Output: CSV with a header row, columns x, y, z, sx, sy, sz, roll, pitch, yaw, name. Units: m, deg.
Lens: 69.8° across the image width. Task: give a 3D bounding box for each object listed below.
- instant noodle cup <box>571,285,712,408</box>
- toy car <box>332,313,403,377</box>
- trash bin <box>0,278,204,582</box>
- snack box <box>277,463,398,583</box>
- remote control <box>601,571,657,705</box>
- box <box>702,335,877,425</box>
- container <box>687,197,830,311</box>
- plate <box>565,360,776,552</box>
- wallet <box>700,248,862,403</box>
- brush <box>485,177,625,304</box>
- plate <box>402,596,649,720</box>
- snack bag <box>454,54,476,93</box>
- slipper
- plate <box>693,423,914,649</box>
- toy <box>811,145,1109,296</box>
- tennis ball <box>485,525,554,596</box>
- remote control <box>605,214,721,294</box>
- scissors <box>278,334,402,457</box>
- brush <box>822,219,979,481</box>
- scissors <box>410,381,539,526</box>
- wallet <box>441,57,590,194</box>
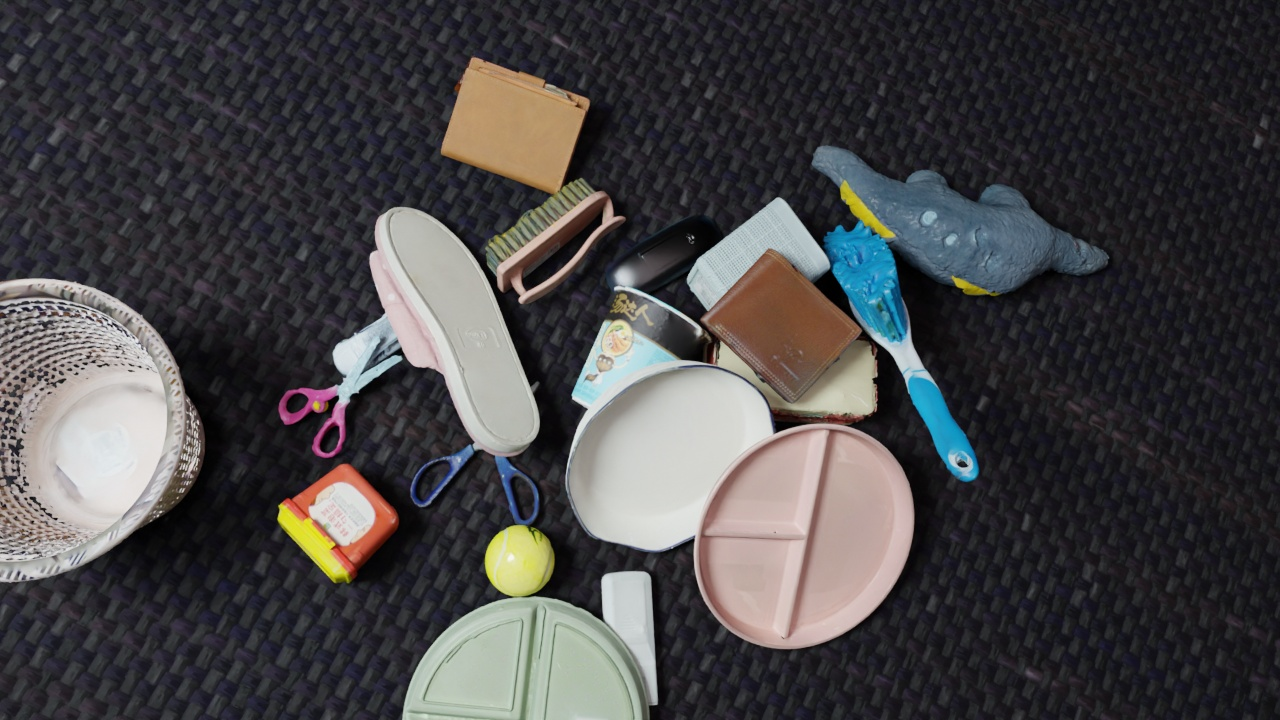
x,y,z,sx,sy,sz,roll,pitch,yaw,name
-0.005,0.005,0.898,0.111,0.111,0.120,30,83,-2,instant noodle cup
-0.258,-0.017,0.900,0.090,0.034,0.043,-35,88,-12,toy car
-0.471,0.066,0.768,0.227,0.192,0.227,2,79,-8,trash bin
-0.274,0.148,0.841,0.091,0.082,0.080,46,66,2,snack box
-0.011,0.267,0.883,0.049,0.024,0.125,-2,80,-7,remote control
0.152,0.017,0.929,0.168,0.077,0.091,4,78,-7,box
0.116,-0.092,0.941,0.111,0.090,0.090,-35,85,-11,container
0.026,0.087,0.863,0.204,0.045,0.205,-10,122,-16,plate
0.134,-0.033,0.880,0.124,0.032,0.101,43,87,-4,wallet
-0.085,-0.122,0.931,0.145,0.063,0.073,-40,83,-15,brush
-0.105,0.335,0.842,0.230,0.027,0.230,0,83,-2,plate
-0.140,-0.284,0.974,0.104,0.026,0.048,24,85,-3,snack bag
-0.182,-0.027,0.883,0.114,0.055,0.274,-12,69,-53,slipper
0.157,0.168,0.884,0.229,0.028,0.230,-3,104,-15,plate
0.352,-0.138,0.991,0.356,0.092,0.137,17,49,-6,toy
-0.113,0.188,0.862,0.065,0.065,0.065,2,78,-8,tennis ball
0.027,-0.111,0.964,0.136,0.024,0.053,-32,84,-13,remote control
-0.278,0.037,0.877,0.137,0.017,0.093,-30,85,5,scissors
0.244,-0.022,0.869,0.060,0.313,0.109,-24,121,11,brush
-0.154,0.091,0.903,0.162,0.012,0.175,-27,83,-12,scissors
-0.129,-0.243,0.951,0.132,0.031,0.108,18,100,-4,wallet
